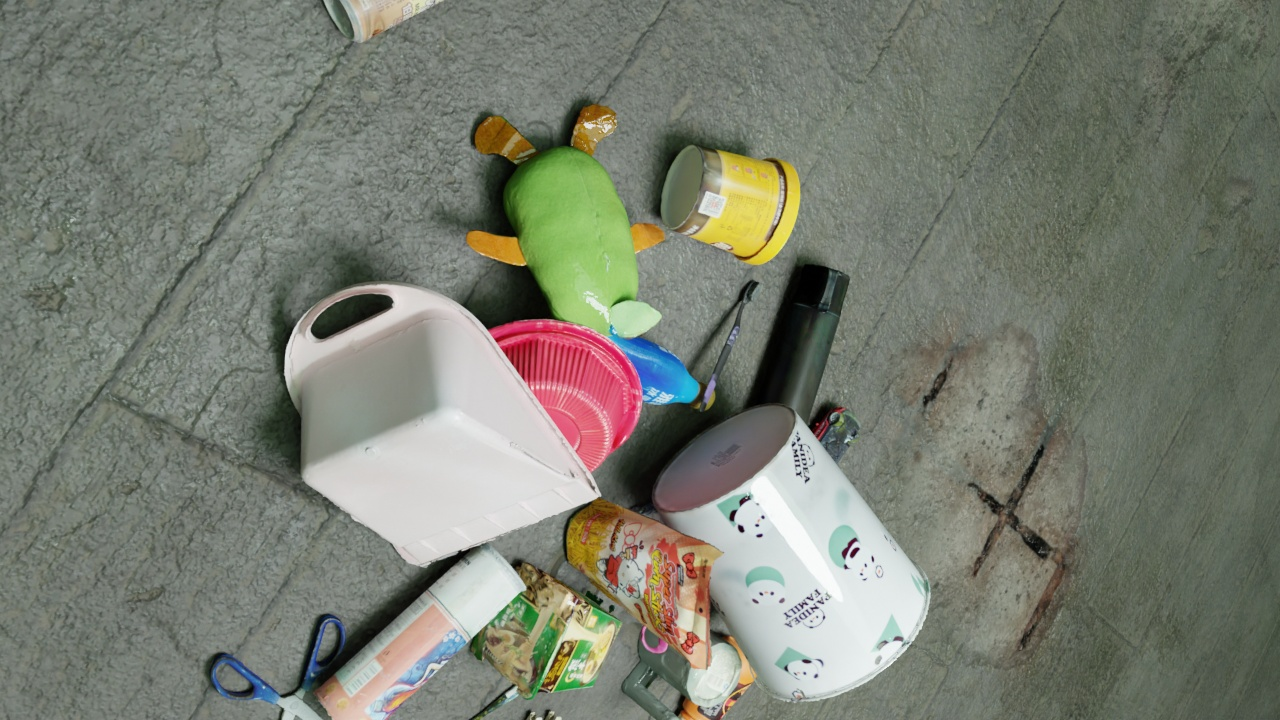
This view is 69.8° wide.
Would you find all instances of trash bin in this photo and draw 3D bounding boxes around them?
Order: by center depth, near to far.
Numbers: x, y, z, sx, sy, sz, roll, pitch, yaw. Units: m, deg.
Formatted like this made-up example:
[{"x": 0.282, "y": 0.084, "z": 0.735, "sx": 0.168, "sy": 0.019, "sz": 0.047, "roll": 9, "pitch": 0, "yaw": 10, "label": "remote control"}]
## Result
[{"x": 0.154, "y": 0.201, "z": 1.013, "sx": 0.229, "sy": 0.230, "sz": 0.252, "roll": -40, "pitch": 106, "yaw": -19, "label": "trash bin"}]

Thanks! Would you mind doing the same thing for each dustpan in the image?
[{"x": -0.193, "y": 0.057, "z": 0.851, "sx": 0.223, "sy": 0.138, "sz": 0.273, "roll": -21, "pitch": 143, "yaw": 14, "label": "dustpan"}]

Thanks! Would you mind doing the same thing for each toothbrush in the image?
[{"x": -0.136, "y": 0.367, "z": 1.024, "sx": 0.185, "sy": 0.017, "sz": 0.012, "roll": -31, "pitch": 78, "yaw": -23, "label": "toothbrush"}, {"x": 0.104, "y": -0.019, "z": 1.059, "sx": 0.014, "sy": 0.017, "sz": 0.188, "roll": 46, "pitch": 57, "yaw": -36, "label": "toothbrush"}]

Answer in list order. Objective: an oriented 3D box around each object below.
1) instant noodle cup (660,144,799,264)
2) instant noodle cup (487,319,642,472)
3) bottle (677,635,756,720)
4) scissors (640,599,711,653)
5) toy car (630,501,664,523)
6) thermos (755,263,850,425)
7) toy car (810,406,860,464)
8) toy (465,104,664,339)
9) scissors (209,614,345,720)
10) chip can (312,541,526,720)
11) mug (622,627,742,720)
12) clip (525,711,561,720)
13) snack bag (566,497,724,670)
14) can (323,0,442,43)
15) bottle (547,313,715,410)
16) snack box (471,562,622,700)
[{"x": 0.093, "y": -0.174, "z": 0.997, "sx": 0.114, "sy": 0.118, "sz": 0.118, "roll": 12, "pitch": 94, "yaw": -26, "label": "instant noodle cup"}, {"x": -0.094, "y": 0.055, "z": 0.894, "sx": 0.194, "sy": 0.065, "sz": 0.194, "roll": 1, "pitch": 128, "yaw": 1, "label": "instant noodle cup"}, {"x": 0.088, "y": 0.422, "z": 1.152, "sx": 0.066, "sy": 0.067, "sz": 0.149, "roll": 34, "pitch": 89, "yaw": -32, "label": "bottle"}, {"x": 0.018, "y": 0.277, "z": 1.071, "sx": 0.133, "sy": 0.017, "sz": 0.133, "roll": 17, "pitch": 74, "yaw": -6, "label": "scissors"}, {"x": 0.025, "y": 0.184, "z": 1.076, "sx": 0.090, "sy": 0.034, "sz": 0.043, "roll": -23, "pitch": 115, "yaw": -25, "label": "toy car"}, {"x": 0.189, "y": 0.005, "z": 1.109, "sx": 0.068, "sy": 0.090, "sz": 0.242, "roll": 17, "pitch": 91, "yaw": 6, "label": "thermos"}, {"x": 0.234, "y": 0.113, "z": 1.182, "sx": 0.120, "sy": 0.045, "sz": 0.053, "roll": -51, "pitch": 123, "yaw": -7, "label": "toy car"}, {"x": -0.068, "y": -0.130, "z": 0.902, "sx": 0.226, "sy": 0.090, "sz": 0.246, "roll": -10, "pitch": 81, "yaw": -31, "label": "toy"}, {"x": -0.339, "y": 0.322, "z": 0.892, "sx": 0.176, "sy": 0.012, "sz": 0.162, "roll": 43, "pitch": 78, "yaw": -33, "label": "scissors"}, {"x": -0.217, "y": 0.277, "z": 0.916, "sx": 0.214, "sy": 0.071, "sz": 0.071, "roll": -41, "pitch": 118, "yaw": -21, "label": "chip can"}, {"x": 0.046, "y": 0.366, "z": 1.085, "sx": 0.123, "sy": 0.103, "sz": 0.083, "roll": -50, "pitch": 121, "yaw": -15, "label": "mug"}, {"x": -0.117, "y": 0.450, "z": 1.041, "sx": 0.034, "sy": 0.070, "sz": 0.100, "roll": 10, "pitch": 88, "yaw": -34, "label": "clip"}, {"x": 0.006, "y": 0.224, "z": 0.968, "sx": 0.073, "sy": 0.208, "sz": 0.129, "roll": -4, "pitch": 105, "yaw": -37, "label": "snack bag"}, {"x": -0.215, "y": -0.329, "z": 0.803, "sx": 0.116, "sy": 0.058, "sz": 0.058, "roll": -37, "pitch": 117, "yaw": -20, "label": "can"}, {"x": -0.006, "y": 0.006, "z": 1.001, "sx": 0.218, "sy": 0.065, "sz": 0.065, "roll": 25, "pitch": 87, "yaw": -34, "label": "bottle"}, {"x": -0.092, "y": 0.295, "z": 0.987, "sx": 0.105, "sy": 0.118, "sz": 0.117, "roll": 31, "pitch": 83, "yaw": -43, "label": "snack box"}]
